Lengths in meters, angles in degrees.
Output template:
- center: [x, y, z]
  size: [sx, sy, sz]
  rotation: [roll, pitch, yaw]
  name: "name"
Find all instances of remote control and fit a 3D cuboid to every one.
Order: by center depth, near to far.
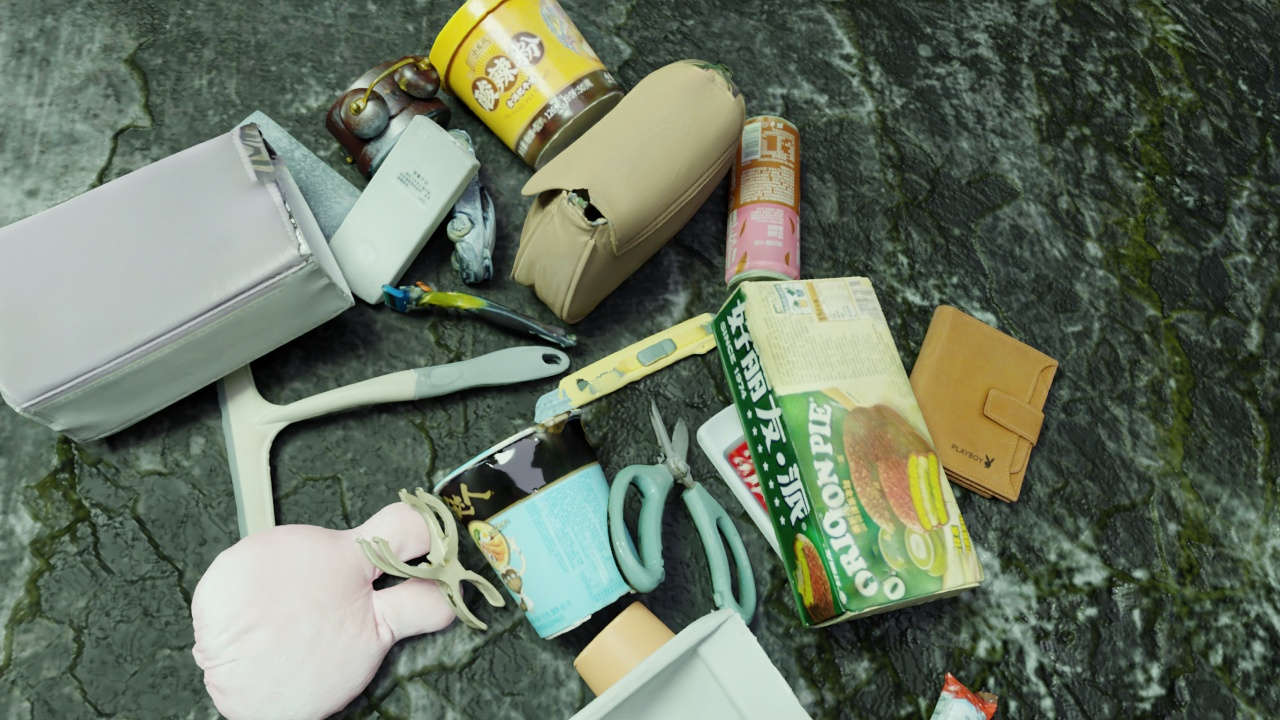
- center: [-0.174, -0.106, 0.657]
  size: [0.056, 0.019, 0.135]
  rotation: [41, 107, 3]
  name: "remote control"
- center: [0.099, 0.092, 0.669]
  size: [0.055, 0.020, 0.136]
  rotation: [-31, 77, -18]
  name: "remote control"

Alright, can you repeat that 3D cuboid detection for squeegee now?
- center: [-0.167, 0.021, 0.641]
  size: [0.246, 0.039, 0.246]
  rotation: [-12, 72, -14]
  name: "squeegee"

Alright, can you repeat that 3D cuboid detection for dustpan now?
- center: [0.001, 0.297, 0.482]
  size: [0.142, 0.259, 0.222]
  rotation: [-25, 74, -42]
  name: "dustpan"

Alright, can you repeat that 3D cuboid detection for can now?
- center: [0.098, -0.120, 0.731]
  size: [0.058, 0.058, 0.147]
  rotation: [7, 68, -7]
  name: "can"

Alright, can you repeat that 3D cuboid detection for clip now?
- center: [-0.123, 0.116, 0.580]
  size: [0.104, 0.035, 0.089]
  rotation: [31, 62, -29]
  name: "clip"

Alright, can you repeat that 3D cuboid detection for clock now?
- center: [-0.184, -0.181, 0.674]
  size: [0.081, 0.122, 0.055]
  rotation: [-43, 94, -22]
  name: "clock"

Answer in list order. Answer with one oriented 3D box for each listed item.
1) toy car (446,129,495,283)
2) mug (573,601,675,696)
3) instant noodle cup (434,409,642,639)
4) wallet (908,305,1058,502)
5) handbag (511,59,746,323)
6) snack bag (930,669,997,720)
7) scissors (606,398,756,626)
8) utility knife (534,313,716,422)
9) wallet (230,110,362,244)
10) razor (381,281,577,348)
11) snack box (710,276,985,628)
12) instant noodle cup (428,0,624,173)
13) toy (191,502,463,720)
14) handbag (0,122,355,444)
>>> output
- center: [-0.129, -0.117, 0.693]
  size: [0.036, 0.054, 0.120]
  rotation: [-7, 70, -10]
  name: "toy car"
- center: [0.020, 0.217, 0.581]
  size: [0.078, 0.078, 0.123]
  rotation: [-39, 75, -21]
  name: "mug"
- center: [-0.057, 0.109, 0.596]
  size: [0.111, 0.111, 0.120]
  rotation: [-27, 82, -18]
  name: "instant noodle cup"
- center: [0.260, 0.033, 0.716]
  size: [0.108, 0.031, 0.131]
  rotation: [27, 68, 3]
  name: "wallet"
- center: [-0.011, -0.128, 0.666]
  size: [0.100, 0.148, 0.204]
  rotation: [40, 64, 5]
  name: "handbag"
- center: [0.205, 0.262, 0.618]
  size: [0.045, 0.026, 0.105]
  rotation: [38, 68, -4]
  name: "snack bag"
- center: [0.036, 0.111, 0.627]
  size: [0.176, 0.019, 0.174]
  rotation: [46, 30, -18]
  name: "scissors"
- center: [-0.004, 0.004, 0.692]
  size: [0.175, 0.019, 0.031]
  rotation: [-27, 70, -14]
  name: "utility knife"
- center: [-0.280, -0.122, 0.690]
  size: [0.121, 0.019, 0.097]
  rotation: [38, 70, 5]
  name: "wallet"
- center: [-0.114, -0.035, 0.663]
  size: [0.142, 0.043, 0.022]
  rotation: [15, 78, -7]
  name: "razor"
- center: [0.141, 0.057, 0.649]
  size: [0.114, 0.063, 0.239]
  rotation: [-6, 66, -23]
  name: "snack box"
- center: [-0.083, -0.217, 0.711]
  size: [0.118, 0.119, 0.114]
  rotation: [-39, 88, -21]
  name: "instant noodle cup"
- center: [-0.193, 0.155, 0.572]
  size: [0.159, 0.054, 0.121]
  rotation: [-19, 88, -28]
  name: "toy"
- center: [-0.309, -0.055, 0.600]
  size: [0.197, 0.098, 0.145]
  rotation: [-28, 70, -6]
  name: "handbag"
